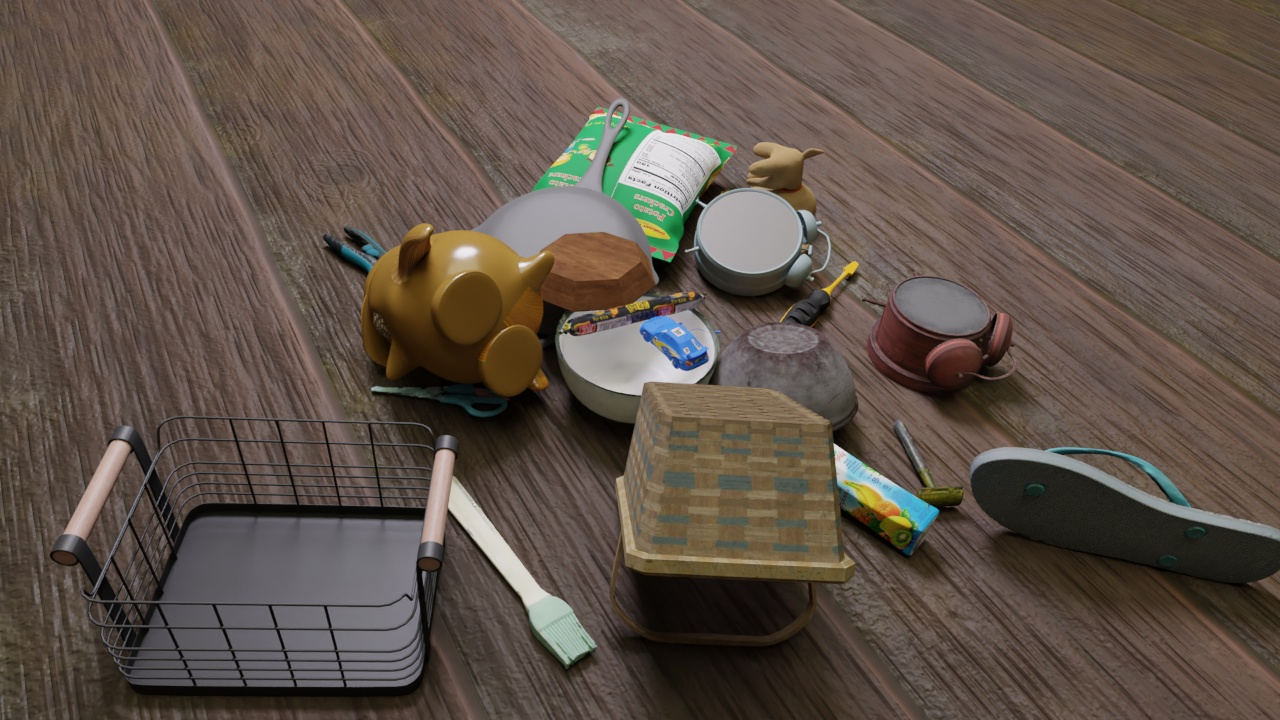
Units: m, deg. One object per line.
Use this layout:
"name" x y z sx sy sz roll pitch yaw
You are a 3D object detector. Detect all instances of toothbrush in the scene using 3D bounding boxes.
"toothbrush" 0.198 -0.067 1.015 0.031 0.031 0.196 39 47 12

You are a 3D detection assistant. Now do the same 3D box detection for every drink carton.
"drink carton" 0.193 0.115 0.802 0.129 0.044 0.038 34 48 26

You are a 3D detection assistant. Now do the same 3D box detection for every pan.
"pan" -0.068 -0.168 1.011 0.216 0.024 0.353 14 62 7

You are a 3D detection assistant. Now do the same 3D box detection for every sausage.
"sausage" -0.005 -0.045 0.861 0.155 0.020 0.020 -14 46 -22

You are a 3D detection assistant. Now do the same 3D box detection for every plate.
"plate" -0.049 -0.093 0.910 0.131 0.025 0.131 0 36 0

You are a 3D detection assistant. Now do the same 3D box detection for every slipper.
"slipper" 0.406 0.126 0.785 0.269 0.098 0.054 19 44 0

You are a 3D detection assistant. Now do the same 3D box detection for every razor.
"razor" 0.258 0.094 0.852 0.042 0.026 0.105 -3 39 -8

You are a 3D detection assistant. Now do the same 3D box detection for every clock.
"clock" 0.313 -0.024 0.949 0.120 0.072 0.157 -25 50 -30
"clock" 0.135 -0.134 1.038 0.159 0.045 0.122 10 64 7

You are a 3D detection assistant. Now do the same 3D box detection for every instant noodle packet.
"instant noodle packet" -0.012 -0.221 1.112 0.196 0.090 0.251 19 48 12

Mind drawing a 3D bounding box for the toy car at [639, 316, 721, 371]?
"toy car" 0.038 -0.028 0.817 0.033 0.062 0.092 -25 51 -30

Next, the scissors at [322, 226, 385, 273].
"scissors" -0.289 -0.114 1.013 0.129 0.019 0.137 0 44 -7

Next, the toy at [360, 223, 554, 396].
"toy" -0.189 -0.049 0.863 0.204 0.199 0.162 14 58 45

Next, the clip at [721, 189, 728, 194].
"clip" 0.098 -0.179 1.121 0.039 0.053 0.047 24 74 20

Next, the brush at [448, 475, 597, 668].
"brush" -0.110 0.160 0.739 0.033 0.012 0.217 -25 49 -30

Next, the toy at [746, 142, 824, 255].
"toy" 0.172 -0.206 1.115 0.106 0.108 0.133 -2 40 16

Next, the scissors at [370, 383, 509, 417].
"scissors" -0.190 0.034 0.870 0.138 0.015 0.063 -1 38 0

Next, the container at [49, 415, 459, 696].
"container" -0.255 0.134 0.659 0.241 0.130 0.162 2 42 -5

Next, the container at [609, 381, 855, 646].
"container" 0.059 0.122 0.694 0.157 0.186 0.250 3 5 -3

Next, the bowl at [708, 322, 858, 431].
"bowl" 0.133 0.009 0.864 0.145 0.067 0.144 -2 26 1

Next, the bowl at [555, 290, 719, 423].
"bowl" -0.005 0.005 0.877 0.153 0.073 0.153 4 41 -3
